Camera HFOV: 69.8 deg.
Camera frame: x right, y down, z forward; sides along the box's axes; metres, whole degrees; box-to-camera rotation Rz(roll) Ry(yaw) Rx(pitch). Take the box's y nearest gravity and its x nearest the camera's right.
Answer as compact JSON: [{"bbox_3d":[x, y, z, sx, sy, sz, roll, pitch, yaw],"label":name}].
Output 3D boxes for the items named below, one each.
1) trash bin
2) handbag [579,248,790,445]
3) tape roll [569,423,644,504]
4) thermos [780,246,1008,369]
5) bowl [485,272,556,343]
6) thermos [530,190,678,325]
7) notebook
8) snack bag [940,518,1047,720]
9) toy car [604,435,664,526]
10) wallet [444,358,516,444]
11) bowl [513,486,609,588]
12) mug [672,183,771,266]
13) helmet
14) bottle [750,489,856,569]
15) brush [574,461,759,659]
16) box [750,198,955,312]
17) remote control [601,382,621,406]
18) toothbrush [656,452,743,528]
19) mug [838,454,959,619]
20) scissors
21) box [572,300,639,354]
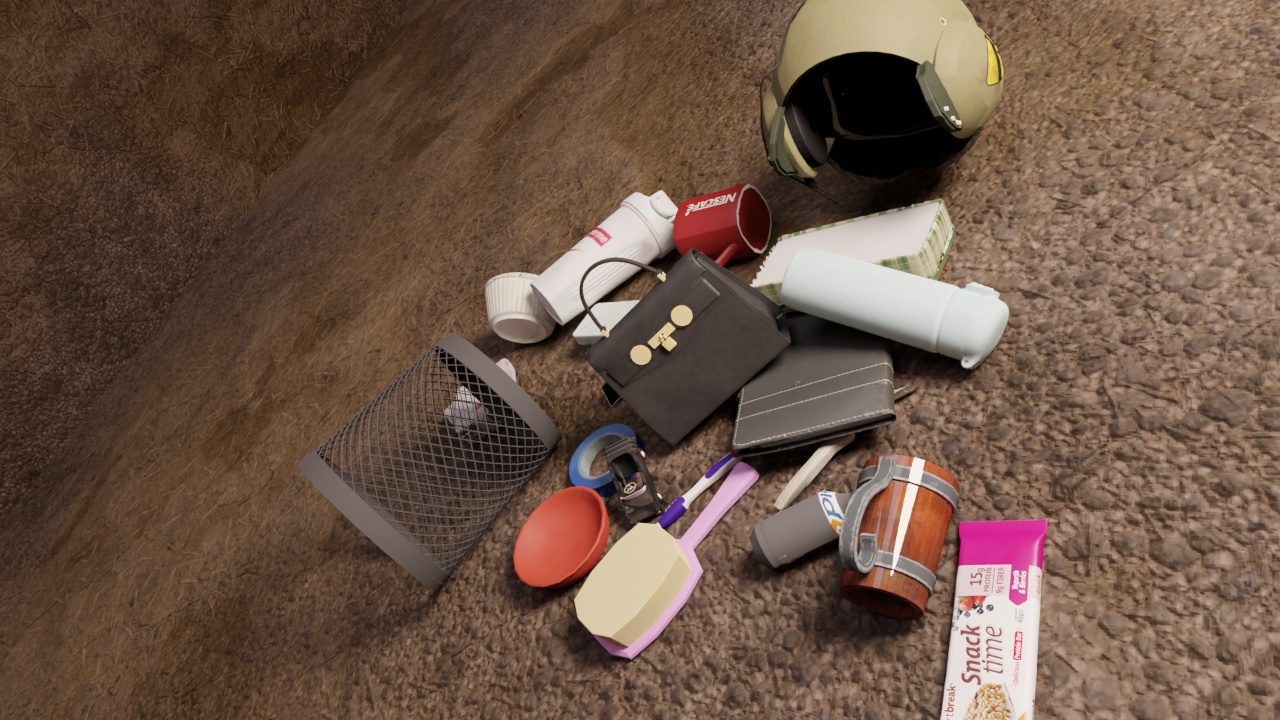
[{"bbox_3d":[-0.240,0.113,1.090,0.227,0.218,0.218,-47,35,-14],"label":"trash bin"},{"bbox_3d":[0.023,-0.038,0.964,0.176,0.195,0.072,-44,19,24],"label":"handbag"},{"bbox_3d":[-0.040,0.115,1.060,0.091,0.016,0.093,-47,36,-8],"label":"tape roll"},{"bbox_3d":[0.242,-0.055,0.882,0.207,0.065,0.078,20,96,30],"label":"thermos"},{"bbox_3d":[-0.167,-0.069,1.301,0.116,0.115,0.062,-14,58,33],"label":"bowl"},{"bbox_3d":[-0.041,-0.141,1.244,0.220,0.099,0.099,-40,35,-10],"label":"thermos"},{"bbox_3d":[0.176,0.008,0.938,0.170,0.029,0.208,-19,30,27],"label":"notebook"},{"bbox_3d":[0.261,0.205,0.682,0.070,0.016,0.196,-10,46,39],"label":"snack bag"},{"bbox_3d":[-0.009,0.127,0.978,0.040,0.037,0.092,-28,70,16],"label":"toy car"},{"bbox_3d":[-0.226,0.064,1.273,0.115,0.037,0.118,-33,33,12],"label":"wallet"},{"bbox_3d":[-0.079,0.197,0.995,0.122,0.035,0.121,-25,39,22],"label":"bowl"},{"bbox_3d":[0.101,-0.157,1.160,0.097,0.080,0.116,-8,54,38],"label":"mug"},{"bbox_3d":[0.259,-0.280,0.970,0.251,0.255,0.232,-8,50,36],"label":"helmet"},{"bbox_3d":[0.153,0.147,0.819,0.112,0.047,0.047,-30,37,17],"label":"bottle"},{"bbox_3d":[0.030,0.183,0.900,0.228,0.043,0.089,-49,36,-9],"label":"brush"},{"bbox_3d":[0.227,-0.108,0.993,0.206,0.050,0.117,-11,32,37],"label":"box"},{"bbox_3d":[-0.007,0.006,1.104,0.124,0.011,0.028,-47,55,28],"label":"remote control"},{"bbox_3d":[0.039,0.152,0.948,0.186,0.015,0.016,-42,42,-2],"label":"toothbrush"},{"bbox_3d":[0.197,0.134,0.734,0.082,0.117,0.110,-3,54,41],"label":"mug"},{"bbox_3d":[0.172,0.074,0.891,0.199,0.015,0.178,-13,36,31],"label":"scissors"},{"bbox_3d":[0.002,-0.045,1.162,0.199,0.067,0.083,-2,70,44],"label":"box"}]
